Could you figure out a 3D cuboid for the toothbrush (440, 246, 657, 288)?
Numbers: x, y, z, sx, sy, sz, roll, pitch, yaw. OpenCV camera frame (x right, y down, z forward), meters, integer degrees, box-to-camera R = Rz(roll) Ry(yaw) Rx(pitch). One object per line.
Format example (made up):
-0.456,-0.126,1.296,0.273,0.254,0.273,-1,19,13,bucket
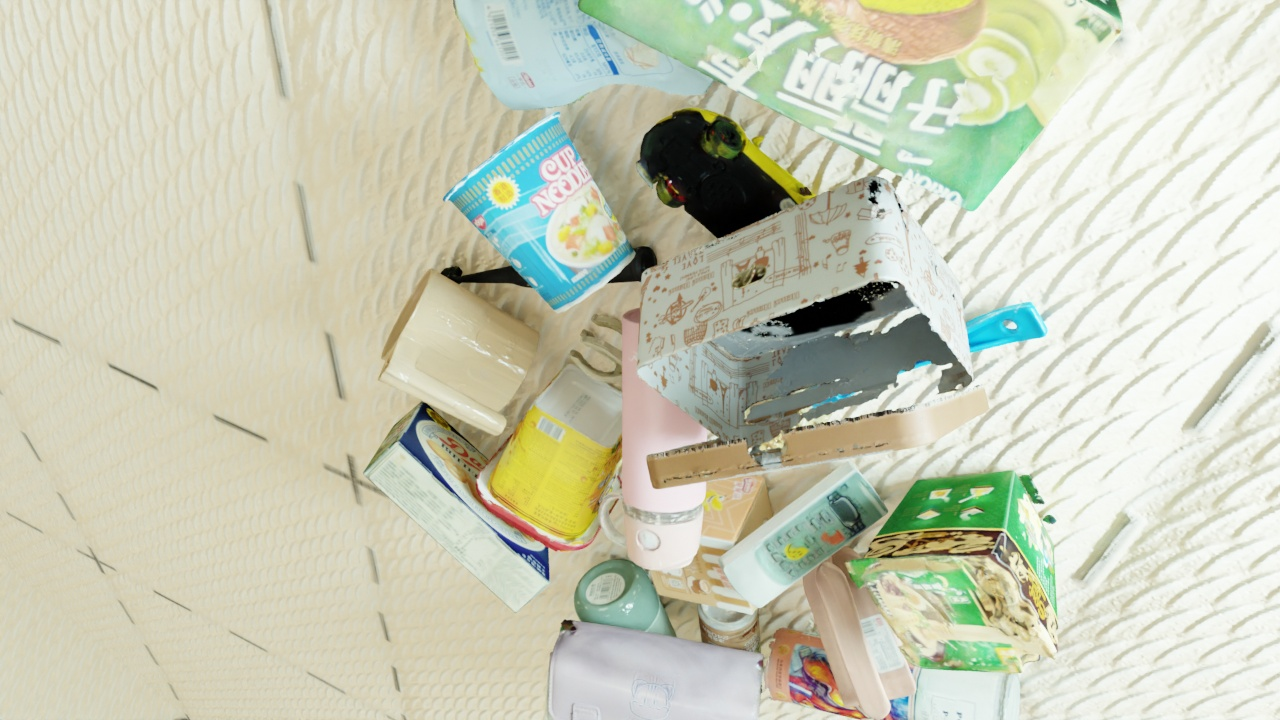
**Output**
-0.083,-0.070,0.723,0.213,0.027,0.026,0,143,33,toothbrush

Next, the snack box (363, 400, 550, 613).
-0.163,0.128,0.856,0.046,0.182,0.178,-44,102,2,snack box

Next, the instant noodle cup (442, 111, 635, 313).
-0.062,-0.096,0.626,0.099,0.099,0.110,-26,107,44,instant noodle cup

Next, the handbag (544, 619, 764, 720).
0.011,0.327,0.871,0.197,0.098,0.145,10,124,9,handbag

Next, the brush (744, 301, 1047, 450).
0.155,0.010,0.643,0.255,0.045,0.083,-23,110,39,brush

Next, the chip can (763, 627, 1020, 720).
0.223,0.295,0.831,0.215,0.071,0.071,2,129,31,chip can

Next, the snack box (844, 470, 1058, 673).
0.235,0.146,0.662,0.118,0.105,0.118,-14,118,42,snack box

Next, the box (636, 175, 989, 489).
0.099,0.018,0.554,0.182,0.157,0.148,-20,139,33,box

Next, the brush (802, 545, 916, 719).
0.178,0.220,0.767,0.063,0.073,0.145,-18,97,18,brush

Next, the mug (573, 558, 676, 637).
-0.026,0.262,0.953,0.112,0.082,0.106,14,138,45,mug

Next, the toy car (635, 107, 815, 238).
0.069,-0.102,0.585,0.156,0.041,0.071,38,138,-11,toy car

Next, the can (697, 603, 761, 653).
0.089,0.272,0.902,0.058,0.058,0.116,11,133,23,can

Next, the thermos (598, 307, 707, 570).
0.009,0.059,0.701,0.087,0.067,0.199,10,110,24,thermos

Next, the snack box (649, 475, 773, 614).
0.060,0.153,0.798,0.094,0.076,0.093,5,129,29,snack box

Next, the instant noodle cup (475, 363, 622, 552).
-0.064,0.080,0.793,0.116,0.115,0.124,30,126,6,instant noodle cup

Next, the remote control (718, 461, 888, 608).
0.128,0.139,0.724,0.135,0.019,0.056,-38,115,5,remote control

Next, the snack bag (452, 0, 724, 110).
-0.019,-0.207,0.550,0.191,0.038,0.110,2,123,27,snack bag

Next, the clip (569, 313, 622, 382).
-0.011,0.009,0.748,0.103,0.034,0.076,38,136,-16,clip

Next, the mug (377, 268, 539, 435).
-0.147,-0.003,0.740,0.103,0.124,0.084,29,122,-20,mug

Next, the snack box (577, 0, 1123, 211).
0.098,-0.181,0.456,0.240,0.063,0.115,27,134,-3,snack box
